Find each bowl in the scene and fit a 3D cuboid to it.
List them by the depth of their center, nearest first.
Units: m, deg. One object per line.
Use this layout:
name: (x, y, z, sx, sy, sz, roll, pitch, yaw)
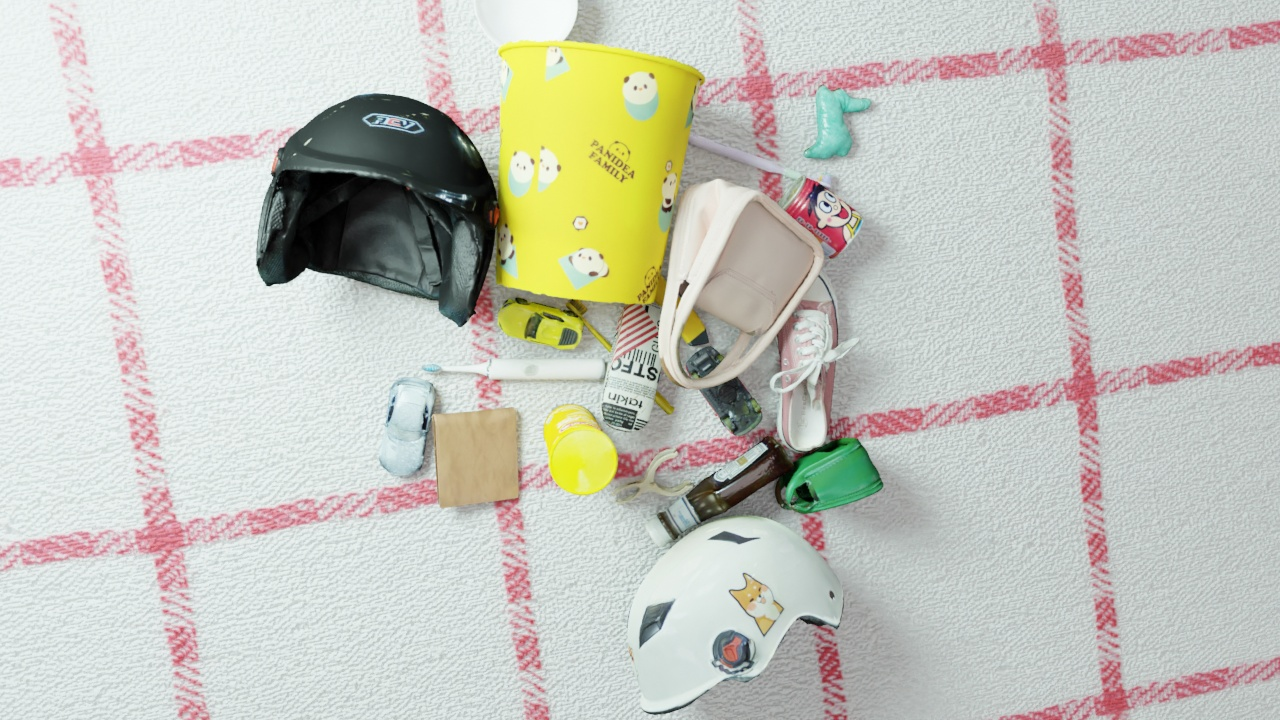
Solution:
bowl: (-0.134, -0.409, 1.073, 0.118, 0.065, 0.118, 0, 94, -7)

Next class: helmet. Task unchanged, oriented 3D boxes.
helmet: (-0.268, -0.169, 0.973, 0.233, 0.275, 0.229, 11, 66, -14)
helmet: (0.091, 0.276, 1.078, 0.273, 0.230, 0.157, -26, 87, -12)

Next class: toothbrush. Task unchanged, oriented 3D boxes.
toothbrush: (-0.154, 0.010, 1.118, 0.221, 0.026, 0.026, 0, 84, -8)
toothbrush: (-0.023, -0.005, 1.140, 0.016, 0.016, 0.190, -44, 98, -10)
toothbrush: (0.149, -0.250, 1.145, 0.189, 0.029, 0.021, 15, 129, -7)

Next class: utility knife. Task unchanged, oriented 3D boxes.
utility knife: (0.033, -0.079, 1.143, 0.033, 0.015, 0.156, -39, 97, -10)

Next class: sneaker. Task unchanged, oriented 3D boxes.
sneaker: (0.210, -0.004, 1.133, 0.118, 0.088, 0.241, 2, 89, -8)

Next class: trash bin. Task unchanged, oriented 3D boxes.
trash bin: (-0.059, -0.202, 1.026, 0.229, 0.229, 0.255, 6, 99, -8)

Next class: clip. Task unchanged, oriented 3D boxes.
clip: (0.023, 0.159, 1.149, 0.095, 0.035, 0.102, 40, 92, -7)

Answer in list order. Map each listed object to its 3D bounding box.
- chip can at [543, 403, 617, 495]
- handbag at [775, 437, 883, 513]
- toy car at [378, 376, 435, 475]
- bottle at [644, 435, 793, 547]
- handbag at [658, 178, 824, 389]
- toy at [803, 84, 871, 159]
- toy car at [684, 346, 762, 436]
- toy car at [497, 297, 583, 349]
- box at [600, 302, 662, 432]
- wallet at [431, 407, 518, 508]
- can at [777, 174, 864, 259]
chip can: (-0.072, 0.095, 1.041, 0.072, 0.213, 0.072, -1, 95, -7)
handbag: (0.227, 0.148, 1.128, 0.120, 0.131, 0.068, -28, 87, -1)
toy car: (-0.281, 0.079, 1.102, 0.054, 0.037, 0.120, 11, 95, -9)
bottle: (0.095, 0.165, 1.136, 0.195, 0.080, 0.044, -33, 97, 0)
handbag: (0.100, -0.074, 1.063, 0.193, 0.093, 0.234, 23, 90, -46)
toy: (0.246, -0.300, 1.150, 0.096, 0.030, 0.092, -7, 97, -13)
toy car: (0.104, 0.038, 1.145, 0.053, 0.045, 0.120, -35, 92, -2)
toy car: (-0.122, -0.042, 1.110, 0.105, 0.032, 0.048, 15, 112, -7)
box: (-0.005, 0.006, 1.111, 0.069, 0.052, 0.164, 10, 82, 0)
wallet: (-0.199, 0.117, 1.112, 0.101, 0.020, 0.115, -4, 97, -23)
can: (0.220, -0.178, 1.135, 0.094, 0.066, 0.066, 35, 89, -8)
